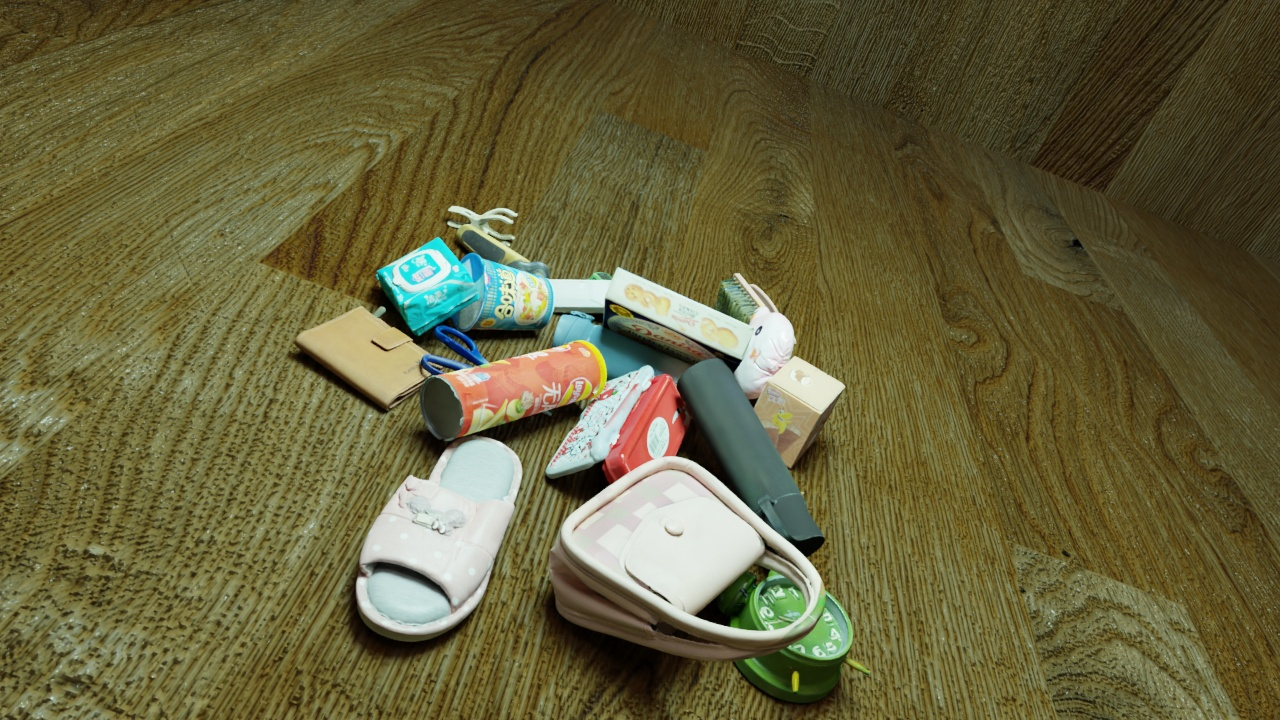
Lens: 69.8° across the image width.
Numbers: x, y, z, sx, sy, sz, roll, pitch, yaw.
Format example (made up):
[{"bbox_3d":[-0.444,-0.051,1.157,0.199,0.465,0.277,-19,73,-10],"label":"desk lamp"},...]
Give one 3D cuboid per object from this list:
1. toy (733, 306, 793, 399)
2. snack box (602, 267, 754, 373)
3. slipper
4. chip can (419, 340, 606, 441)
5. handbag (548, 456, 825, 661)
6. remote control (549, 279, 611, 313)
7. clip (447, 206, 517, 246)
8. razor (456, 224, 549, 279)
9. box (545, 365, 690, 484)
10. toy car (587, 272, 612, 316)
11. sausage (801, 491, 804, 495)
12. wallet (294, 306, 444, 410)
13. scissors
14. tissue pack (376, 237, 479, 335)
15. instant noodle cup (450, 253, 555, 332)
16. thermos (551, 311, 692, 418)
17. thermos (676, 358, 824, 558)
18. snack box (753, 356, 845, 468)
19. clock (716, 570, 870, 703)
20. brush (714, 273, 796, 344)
[{"bbox_3d":[0.159,-0.015,1.244,0.054,0.121,0.159,26,16,-15],"label":"toy"},{"bbox_3d":[0.041,-0.035,1.156,0.178,0.183,0.045,24,77,3],"label":"snack box"},{"bbox_3d":[-0.175,0.147,0.852,0.114,0.055,0.273,22,30,0],"label":"slipper"},{"bbox_3d":[-0.136,0.030,1.010,0.216,0.073,0.073,-15,48,-46],"label":"chip can"},{"bbox_3d":[0.054,0.191,0.833,0.234,0.093,0.192,22,32,32],"label":"handbag"},{"bbox_3d":[-0.071,-0.089,1.260,0.125,0.024,0.049,1,57,-7],"label":"remote control"},{"bbox_3d":[-0.231,-0.190,1.357,0.104,0.087,0.034,-4,32,11],"label":"clip"},{"bbox_3d":[-0.198,-0.142,1.272,0.167,0.062,0.067,37,5,31],"label":"razor"},{"bbox_3d":[-0.019,0.092,1.043,0.095,0.100,0.200,61,29,-17],"label":"box"},{"bbox_3d":[-0.044,-0.089,1.303,0.043,0.036,0.091,-5,45,-38],"label":"toy car"},{"bbox_3d":[0.126,0.161,1.043,0.164,0.021,0.021,-3,40,-34],"label":"sausage"},{"bbox_3d":[-0.297,-0.007,1.032,0.131,0.035,0.118,32,36,10],"label":"wallet"},{"bbox_3d":[-0.181,0.010,1.069,0.162,0.012,0.162,3,40,-46],"label":"scissors"},{"bbox_3d":[-0.260,-0.094,1.113,0.093,0.050,0.133,-32,41,-13],"label":"tissue pack"},{"bbox_3d":[-0.171,-0.078,1.162,0.109,0.099,0.099,8,34,-37],"label":"instant noodle cup"},{"bbox_3d":[-0.007,0.007,1.151,0.220,0.070,0.070,24,32,2],"label":"thermos"},{"bbox_3d":[0.117,0.104,1.013,0.242,0.068,0.090,62,6,33],"label":"thermos"},{"bbox_3d":[0.192,0.064,1.159,0.077,0.095,0.092,33,34,17],"label":"snack box"},{"bbox_3d":[0.138,0.250,0.886,0.116,0.056,0.161,0,38,-33],"label":"clock"},{"bbox_3d":[0.173,-0.065,1.370,0.073,0.063,0.145,-10,43,-25],"label":"brush"}]
